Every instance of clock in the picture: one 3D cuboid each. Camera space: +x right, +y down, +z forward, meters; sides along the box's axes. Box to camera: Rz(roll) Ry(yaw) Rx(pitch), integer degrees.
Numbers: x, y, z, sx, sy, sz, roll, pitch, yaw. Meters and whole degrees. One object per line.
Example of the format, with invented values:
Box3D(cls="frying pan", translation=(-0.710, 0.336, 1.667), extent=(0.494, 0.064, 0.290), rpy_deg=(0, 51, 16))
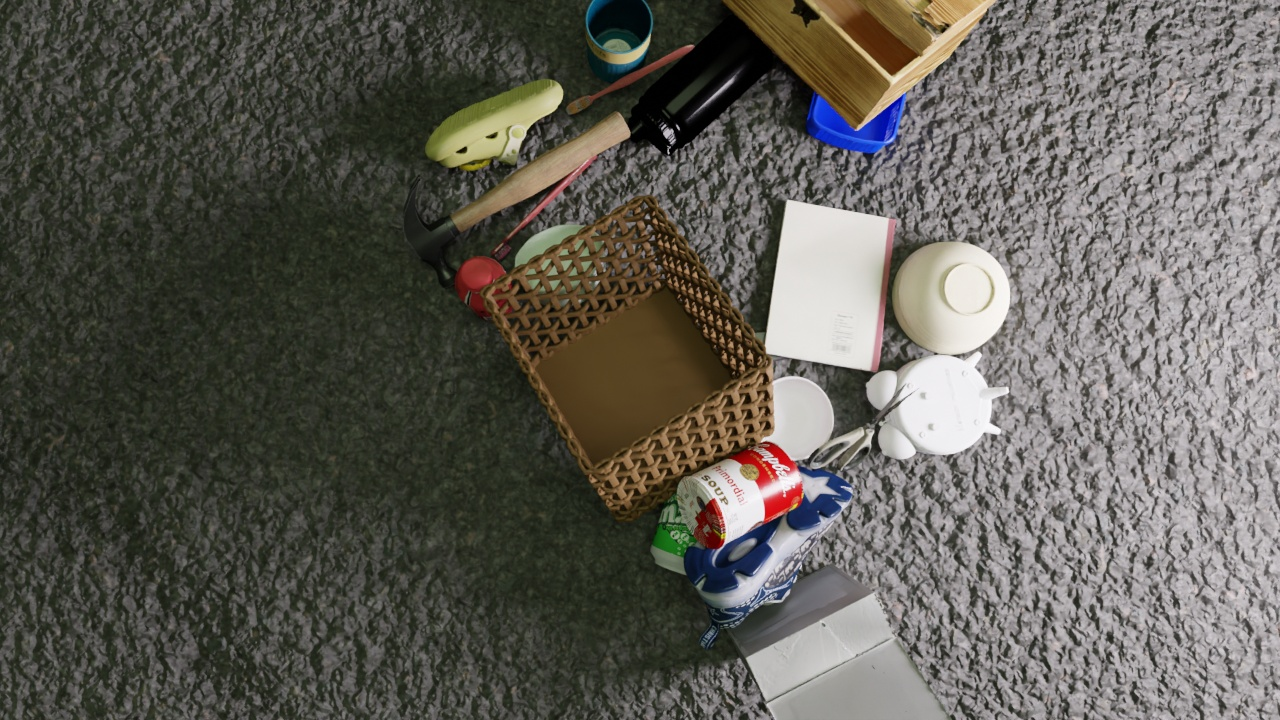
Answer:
Box3D(cls="clock", translation=(0.376, 0.057, 1.165), extent=(0.161, 0.073, 0.125), rpy_deg=(-12, 86, -4))

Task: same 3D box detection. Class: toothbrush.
Box3D(cls="toothbrush", translation=(-0.015, -0.361, 1.178), extent=(0.185, 0.015, 0.015), rpy_deg=(-23, 109, 17))
Box3D(cls="toothbrush", translation=(-0.124, -0.201, 1.192), extent=(0.016, 0.016, 0.189), rpy_deg=(45, 84, -15))

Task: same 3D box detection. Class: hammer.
Box3D(cls="hammer", translation=(-0.153, -0.223, 1.145), extent=(0.305, 0.040, 0.132), rpy_deg=(-31, 117, 0))

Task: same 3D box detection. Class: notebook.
Box3D(cls="notebook", translation=(0.248, -0.098, 1.197), extent=(0.153, 0.012, 0.208), rpy_deg=(10, 81, -2))

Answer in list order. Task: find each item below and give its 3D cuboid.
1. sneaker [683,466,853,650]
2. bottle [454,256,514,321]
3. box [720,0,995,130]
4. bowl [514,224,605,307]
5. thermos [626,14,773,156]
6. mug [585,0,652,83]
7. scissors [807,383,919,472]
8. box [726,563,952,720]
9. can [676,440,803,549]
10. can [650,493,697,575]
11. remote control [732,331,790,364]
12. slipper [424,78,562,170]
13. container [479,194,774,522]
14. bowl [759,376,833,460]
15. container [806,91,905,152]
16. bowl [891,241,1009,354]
Box3D(cls="sneaker", translation=(0.160, 0.235, 1.114), extent=(0.268, 0.103, 0.132), rpy_deg=(-31, 131, -35))
Box3D(cls="bottle", translation=(-0.187, -0.088, 1.099), extent=(0.062, 0.177, 0.062), rpy_deg=(0, 85, -3))
Box3D(cls="box", translation=(0.269, -0.467, 1.121), extent=(0.279, 0.168, 0.244), rpy_deg=(45, 58, 8))
Box3D(cls="bowl", translation=(-0.094, -0.110, 1.154), extent=(0.117, 0.061, 0.117), rpy_deg=(-8, 51, 9))
Box3D(cls="thermos", translation=(0.070, -0.344, 1.178), extent=(0.198, 0.086, 0.086), rpy_deg=(-43, 88, -5))
Box3D(cls="mug", translation=(-0.033, -0.424, 1.170), extent=(0.083, 0.107, 0.113), rpy_deg=(-19, 86, -3))
Box3D(cls="scissors", translation=(0.270, 0.089, 1.125), extent=(0.154, 0.163, 0.012), rpy_deg=(-17, 54, -12))
Box3D(cls="box", translation=(0.230, 0.368, 0.952), extent=(0.166, 0.478, 0.119), rpy_deg=(-26, 113, -4))
Box3D(cls="can", translation=(0.113, 0.152, 1.042), extent=(0.116, 0.087, 0.086), rpy_deg=(-21, 86, -26))
Box3D(cls="can", translation=(0.070, 0.191, 1.132), extent=(0.088, 0.088, 0.140), rpy_deg=(17, 85, -1))
Box3D(cls="remote control", translation=(0.177, -0.019, 1.194), extent=(0.124, 0.009, 0.046), rpy_deg=(-8, 85, -4))
Box3D(cls="slipper", translation=(-0.180, -0.292, 1.173), extent=(0.190, 0.091, 0.082), rpy_deg=(-24, 126, 4))
Box3D(cls="container", translation=(-0.006, 0.006, 1.043), extent=(0.219, 0.214, 0.251), rpy_deg=(-31, 66, -5))
Box3D(cls="bowl", translation=(0.189, 0.073, 1.165), extent=(0.105, 0.054, 0.105), rpy_deg=(0, 87, -1))
Box3D(cls="container", translation=(0.277, -0.325, 1.200), extent=(0.114, 0.058, 0.096), rpy_deg=(15, 85, -1))
Box3D(cls="bowl", translation=(0.408, -0.086, 1.178), extent=(0.151, 0.075, 0.150), rpy_deg=(0, 85, -2))
